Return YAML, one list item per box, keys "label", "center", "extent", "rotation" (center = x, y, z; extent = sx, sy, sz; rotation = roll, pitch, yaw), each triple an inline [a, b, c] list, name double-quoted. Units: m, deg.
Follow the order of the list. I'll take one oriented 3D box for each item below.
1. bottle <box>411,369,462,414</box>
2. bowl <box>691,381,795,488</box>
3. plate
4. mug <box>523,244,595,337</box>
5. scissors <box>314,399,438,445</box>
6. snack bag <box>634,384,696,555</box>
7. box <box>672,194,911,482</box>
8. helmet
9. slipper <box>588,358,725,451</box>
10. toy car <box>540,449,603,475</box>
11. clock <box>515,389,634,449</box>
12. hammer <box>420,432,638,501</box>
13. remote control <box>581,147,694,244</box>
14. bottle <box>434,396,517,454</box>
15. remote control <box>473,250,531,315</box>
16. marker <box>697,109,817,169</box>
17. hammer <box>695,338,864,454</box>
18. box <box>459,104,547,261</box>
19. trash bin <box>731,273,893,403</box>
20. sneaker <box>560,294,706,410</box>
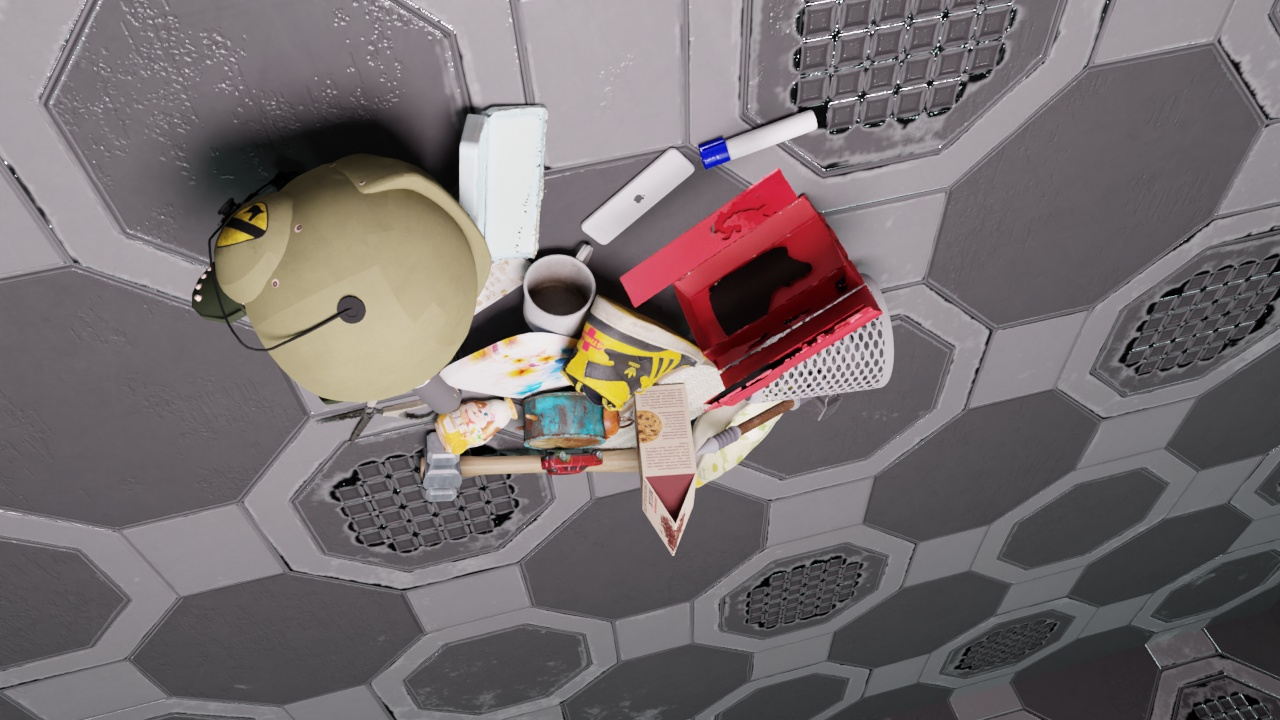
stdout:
- label: "bottle"
  center: [-0.273, 0.027, 1.183]
  extent: [0.047, 0.047, 0.112]
  rotation: [-25, 140, 8]
- label: "bowl"
  center: [0.136, 0.093, 1.367]
  extent: [0.219, 0.060, 0.188]
  rotation: [-44, 156, -5]
- label: "plate"
  center: [-0.141, 0.013, 1.171]
  extent: [0.187, 0.016, 0.186]
  rotation: [-22, 158, 33]
- label: "mug"
  center: [-0.091, -0.085, 1.101]
  extent: [0.084, 0.113, 0.071]
  rotation: [31, 155, 5]
- label: "scissors"
  center: [-0.347, 0.060, 1.218]
  extent: [0.170, 0.012, 0.158]
  rotation: [-5, 136, -17]
- label: "snack bag"
  center: [0.035, 0.145, 1.224]
  extent: [0.070, 0.206, 0.094]
  rotation: [-4, 145, -3]
- label: "box"
  center: [0.168, -0.021, 1.048]
  extent: [0.212, 0.377, 0.124]
  rotation: [-32, 121, 17]
- label: "helmet"
  center: [-0.267, -0.084, 0.882]
  extent: [0.233, 0.255, 0.250]
  rotation: [-24, 141, 12]
- label: "slipper"
  center: [0.015, 0.060, 1.327]
  extent: [0.115, 0.052, 0.264]
  rotation: [24, 135, -34]
- label: "toy car"
  center: [-0.096, 0.143, 1.300]
  extent: [0.091, 0.036, 0.042]
  rotation: [-4, 173, -31]
- label: "clock"
  center: [-0.087, 0.079, 1.270]
  extent: [0.157, 0.073, 0.121]
  rotation: [2, 165, -16]
- label: "hammer"
  center: [-0.157, 0.152, 1.348]
  extent: [0.322, 0.051, 0.118]
  rotation: [0, 139, -15]
- label: "remote control"
  center: [-0.004, -0.190, 1.068]
  extent: [0.147, 0.008, 0.045]
  rotation: [-37, 136, 21]
- label: "bottle"
  center: [-0.224, 0.084, 1.256]
  extent: [0.109, 0.063, 0.063]
  rotation: [-23, 142, -18]
- label: "remote control"
  center: [-0.193, -0.086, 1.112]
  extent: [0.136, 0.011, 0.050]
  rotation: [-31, 138, 14]
- label: "marker"
  center: [0.133, -0.252, 1.038]
  extent: [0.133, 0.023, 0.027]
  rotation: [-20, 119, 2]
- label: "hammer"
  center: [0.192, 0.072, 1.307]
  extent: [0.321, 0.043, 0.156]
  rotation: [-23, 148, -37]
- label: "box"
  center: [-0.152, -0.169, 0.983]
  extent: [0.122, 0.078, 0.198]
  rotation: [-20, 142, -28]
- label: "trash bin"
  center: [0.220, -0.026, 1.228]
  extent: [0.183, 0.156, 0.157]
  rotation: [-10, 139, -6]
- label: "sneaker"
  center: [-0.007, 0.006, 1.135]
  extent: [0.122, 0.086, 0.238]
  rotation: [-58, 147, 5]
